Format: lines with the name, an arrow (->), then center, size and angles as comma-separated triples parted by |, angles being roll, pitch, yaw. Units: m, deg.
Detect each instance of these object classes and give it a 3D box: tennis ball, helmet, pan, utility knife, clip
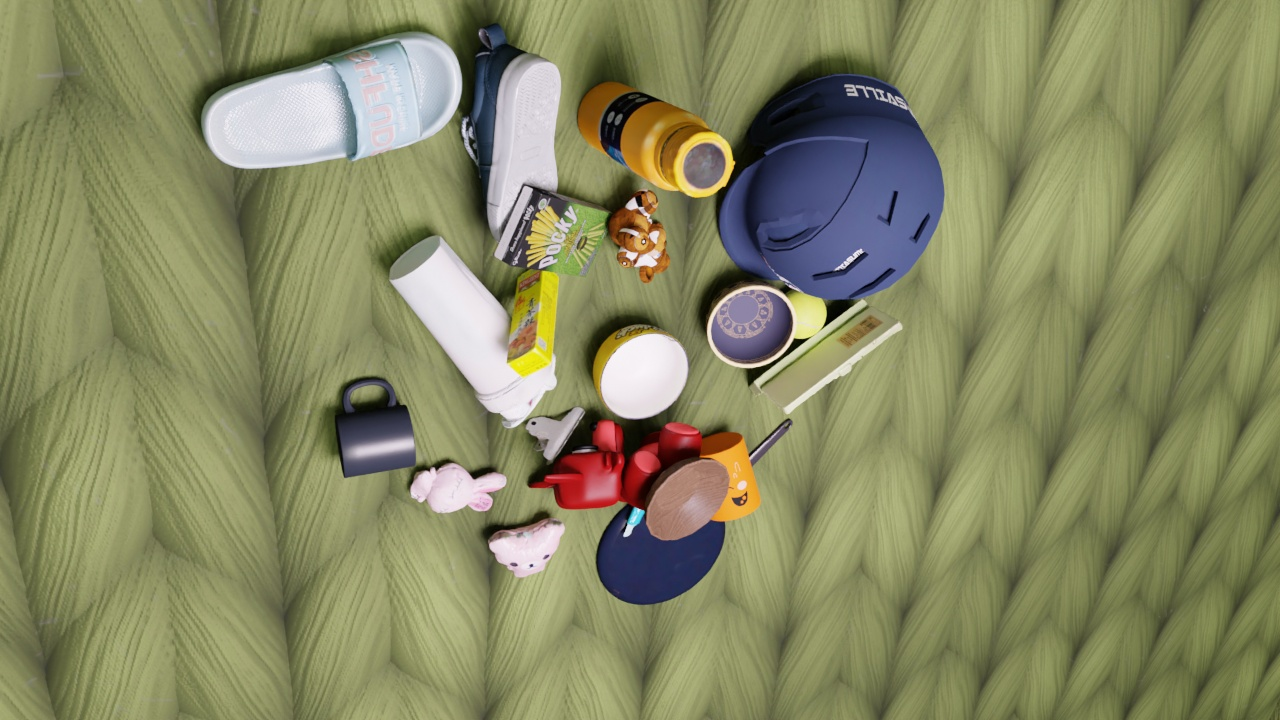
tennis ball -> 0.208, -0.061, 1.191 | 0.065, 0.065, 0.065 | -11, 119, -20
helmet -> 0.223, -0.172, 1.079 | 0.232, 0.222, 0.273 | 23, 140, -32
pan -> 0.089, 0.212, 1.303 | 0.356, 0.021, 0.199 | -45, 125, 0
utility knife -> 0.005, 0.183, 1.238 | 0.022, 0.015, 0.123 | 27, 90, -31
clip -> -0.112, 0.088, 1.127 | 0.054, 0.101, 0.040 | -2, 123, 25

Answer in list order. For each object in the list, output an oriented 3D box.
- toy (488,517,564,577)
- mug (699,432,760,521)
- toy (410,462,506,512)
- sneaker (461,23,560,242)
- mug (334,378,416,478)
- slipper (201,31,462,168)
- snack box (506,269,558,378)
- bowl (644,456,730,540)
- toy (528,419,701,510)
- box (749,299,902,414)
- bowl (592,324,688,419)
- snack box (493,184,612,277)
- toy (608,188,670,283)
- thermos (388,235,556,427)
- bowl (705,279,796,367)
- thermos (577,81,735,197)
toy -> -0.146, 0.248, 1.193 | 0.099, 0.052, 0.096 | -12, 132, -16
mug -> 0.096, 0.159, 1.239 | 0.113, 0.077, 0.096 | -13, 104, 15
toy -> -0.221, 0.157, 1.114 | 0.109, 0.047, 0.064 | 8, 120, -32
sneaker -> -0.139, -0.220, 0.939 | 0.089, 0.087, 0.236 | -36, 152, -38
mug -> -0.299, 0.073, 1.027 | 0.077, 0.071, 0.105 | -8, 91, -21
slipper -> -0.285, -0.236, 0.867 | 0.245, 0.074, 0.104 | -18, 122, -14
snack box -> -0.116, -0.046, 0.998 | 0.040, 0.147, 0.029 | -27, 128, 22
bowl -> 0.049, 0.157, 1.081 | 0.117, 0.030, 0.118 | -19, 130, -25
toy -> -0.032, 0.133, 1.133 | 0.197, 0.159, 0.120 | -3, 82, -15
box -> 0.233, -0.010, 1.195 | 0.187, 0.141, 0.047 | -36, 107, -3
bowl -> -0.007, 0.007, 1.124 | 0.117, 0.067, 0.117 | -11, 119, -20
snack box -> -0.090, -0.137, 0.991 | 0.147, 0.025, 0.080 | 0, 120, -62
toy -> 0.003, -0.138, 1.052 | 0.112, 0.067, 0.087 | 39, 59, -52
thermos -> -0.178, -0.033, 1.011 | 0.099, 0.099, 0.220 | -37, 121, -4
bowl -> 0.135, -0.054, 1.158 | 0.112, 0.061, 0.113 | -3, 119, -5
thermos -> 0.019, -0.224, 0.918 | 0.091, 0.232, 0.076 | -16, 120, -18
